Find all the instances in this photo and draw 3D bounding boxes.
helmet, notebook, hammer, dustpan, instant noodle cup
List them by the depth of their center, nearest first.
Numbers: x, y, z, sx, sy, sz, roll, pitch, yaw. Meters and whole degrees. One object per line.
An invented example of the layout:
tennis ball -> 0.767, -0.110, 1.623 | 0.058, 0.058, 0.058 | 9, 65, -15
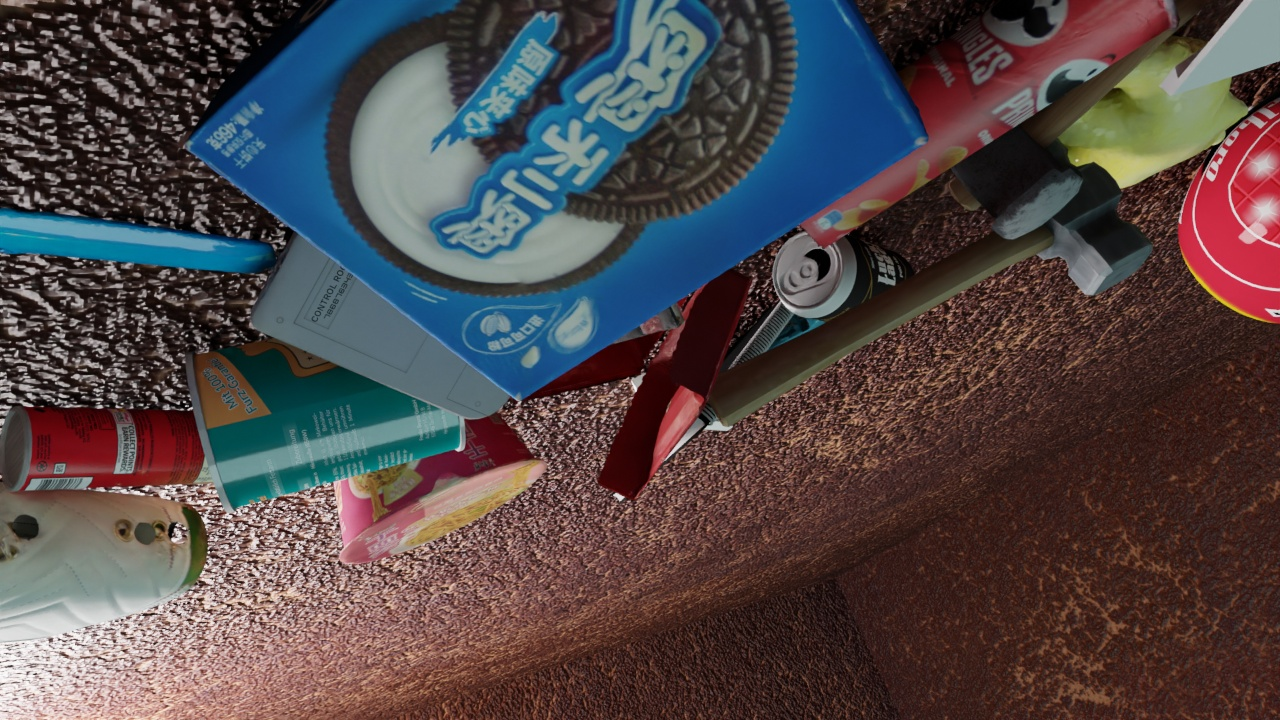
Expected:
dustpan -> 0.401, -0.258, 0.490 | 0.257, 0.053, 0.192 | -21, 153, -28
hammer -> 0.319, -0.212, 0.553 | 0.052, 0.098, 0.329 | 1, 142, -48
hammer -> 0.193, -0.044, 0.656 | 0.323, 0.117, 0.051 | -28, 157, -2
instant noodle cup -> -0.173, 0.091, 0.750 | 0.178, 0.077, 0.179 | -27, 166, -7
notebook -> 0.062, 0.024, 0.780 | 0.206, 0.016, 0.149 | -48, 180, -43
helmet -> 0.619, -0.155, 0.808 | 0.224, 0.197, 0.272 | 4, 137, -49

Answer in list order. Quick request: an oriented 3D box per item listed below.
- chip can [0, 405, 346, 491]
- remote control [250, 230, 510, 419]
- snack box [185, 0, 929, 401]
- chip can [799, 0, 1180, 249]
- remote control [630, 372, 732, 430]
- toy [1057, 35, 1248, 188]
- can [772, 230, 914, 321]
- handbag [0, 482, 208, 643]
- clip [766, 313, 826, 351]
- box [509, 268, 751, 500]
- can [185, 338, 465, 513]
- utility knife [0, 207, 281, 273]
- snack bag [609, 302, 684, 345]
chip can -> -0.296, 0.058, 0.615 | 0.052, 0.051, 0.214 | -37, 153, 32
remote control -> -0.132, -0.022, 0.517 | 0.151, 0.019, 0.074 | 28, 97, -31
snack box -> -0.030, -0.104, 0.388 | 0.239, 0.056, 0.195 | -32, 128, 21
chip can -> 0.190, -0.158, 0.557 | 0.234, 0.073, 0.073 | -33, 156, 25
remote control -> 0.047, 0.040, 0.899 | 0.024, 0.049, 0.143 | -35, 155, 29
toy -> 0.367, -0.177, 0.689 | 0.155, 0.064, 0.171 | -3, 159, 0
can -> 0.168, -0.064, 0.748 | 0.072, 0.072, 0.128 | -37, 154, 32
handbag -> -0.407, 0.125, 0.592 | 0.142, 0.096, 0.198 | -19, 162, 15
clip -> 0.174, -0.036, 0.884 | 0.120, 0.031, 0.130 | -6, 153, -45
box -> -0.022, -0.021, 0.648 | 0.146, 0.156, 0.158 | -60, 180, -37
can -> -0.194, 0.027, 0.576 | 0.143, 0.099, 0.099 | -14, 157, -20
utility knife -> -0.227, -0.055, 0.470 | 0.224, 0.015, 0.031 | 5, 147, -43
snack bag -> -0.053, -0.037, 0.550 | 0.155, 0.074, 0.018 | -14, -162, 31
